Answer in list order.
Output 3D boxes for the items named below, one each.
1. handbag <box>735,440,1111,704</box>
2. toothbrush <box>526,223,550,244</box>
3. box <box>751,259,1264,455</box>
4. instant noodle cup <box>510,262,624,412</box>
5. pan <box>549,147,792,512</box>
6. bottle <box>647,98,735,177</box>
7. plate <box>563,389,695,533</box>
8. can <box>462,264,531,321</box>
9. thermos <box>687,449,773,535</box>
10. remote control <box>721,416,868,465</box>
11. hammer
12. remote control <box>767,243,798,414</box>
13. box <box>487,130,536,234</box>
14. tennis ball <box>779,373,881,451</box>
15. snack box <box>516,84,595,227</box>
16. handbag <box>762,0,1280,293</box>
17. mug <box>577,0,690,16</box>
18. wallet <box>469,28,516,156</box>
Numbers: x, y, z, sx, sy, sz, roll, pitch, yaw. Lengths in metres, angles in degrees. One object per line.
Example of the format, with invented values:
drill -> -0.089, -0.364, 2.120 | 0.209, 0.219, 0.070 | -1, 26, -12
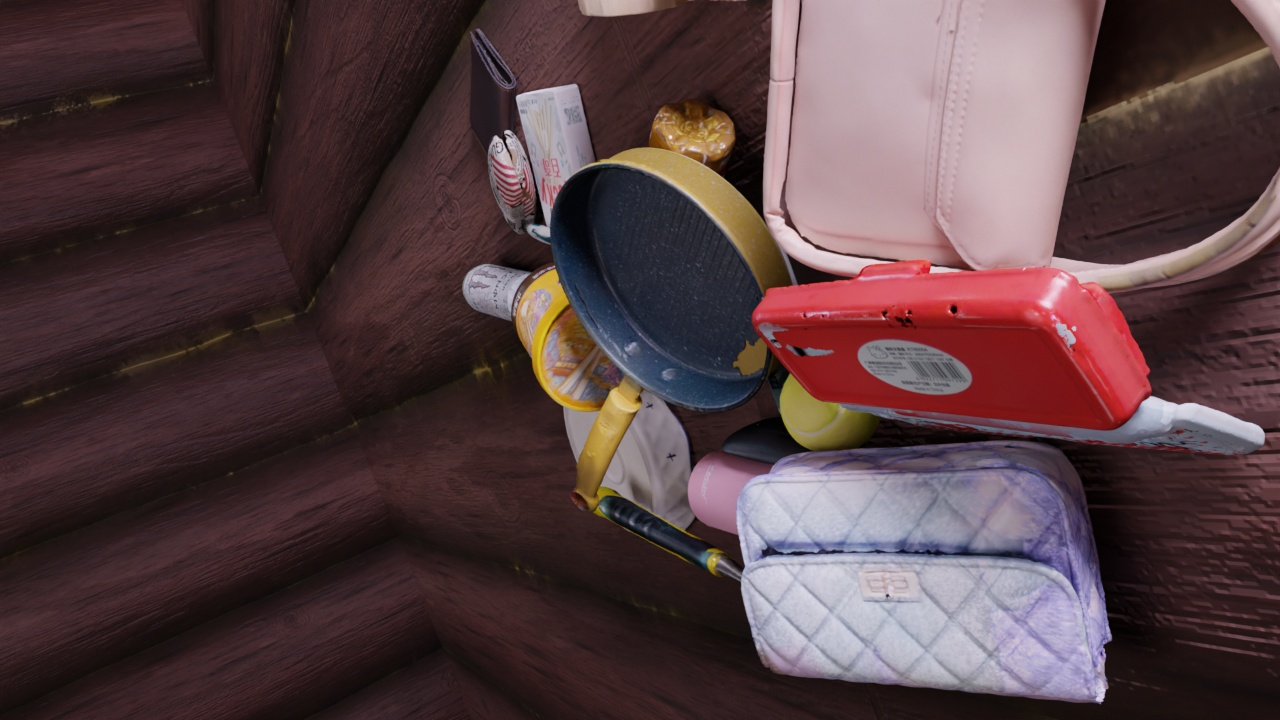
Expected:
handbag -> 0.149, 0.119, 0.518 | 0.194, 0.075, 0.134 | -9, 99, 36
toothbrush -> -0.060, -0.103, 0.828 | 0.192, 0.018, 0.016 | 26, 133, 52
box -> 0.159, 0.010, 0.441 | 0.161, 0.058, 0.201 | 32, 167, -24
instant noodle cup -> -0.057, -0.029, 0.841 | 0.114, 0.118, 0.119 | -137, 34, -55
pan -> -0.004, 0.004, 0.698 | 0.198, 0.078, 0.358 | 38, 145, 19
bottle -> 0.022, -0.107, 0.683 | 0.057, 0.057, 0.175 | 54, 151, 25
plate -> -0.017, 0.088, 0.928 | 0.205, 0.045, 0.205 | 43, 144, 42
can -> -0.150, -0.076, 1.035 | 0.147, 0.058, 0.058 | 18, 126, 58
thermos -> 0.109, 0.116, 0.671 | 0.199, 0.067, 0.087 | 5, 75, 62
remote control -> 0.106, 0.057, 0.658 | 0.137, 0.053, 0.024 | 4, 113, 61
hammer -> 0.058, 0.167, 0.763 | 0.126, 0.032, 0.324 | 35, 169, -35
remote control -> 0.097, -0.025, 0.649 | 0.056, 0.019, 0.135 | -12, 99, 64
box -> -0.122, -0.173, 0.903 | 0.164, 0.052, 0.068 | 134, 130, -79
tennis ball -> 0.122, 0.028, 0.590 | 0.065, 0.065, 0.066 | 43, 145, 41
snack box -> -0.069, -0.170, 0.844 | 0.085, 0.026, 0.157 | 19, 126, 57
handbag -> 0.166, -0.112, 0.399 | 0.234, 0.093, 0.194 | 29, 135, 41
mug -> -0.011, -0.289, 0.595 | 0.124, 0.084, 0.104 | -108, 9, -59
wallet -> -0.155, -0.261, 0.945 | 0.096, 0.020, 0.123 | 59, 154, 28
